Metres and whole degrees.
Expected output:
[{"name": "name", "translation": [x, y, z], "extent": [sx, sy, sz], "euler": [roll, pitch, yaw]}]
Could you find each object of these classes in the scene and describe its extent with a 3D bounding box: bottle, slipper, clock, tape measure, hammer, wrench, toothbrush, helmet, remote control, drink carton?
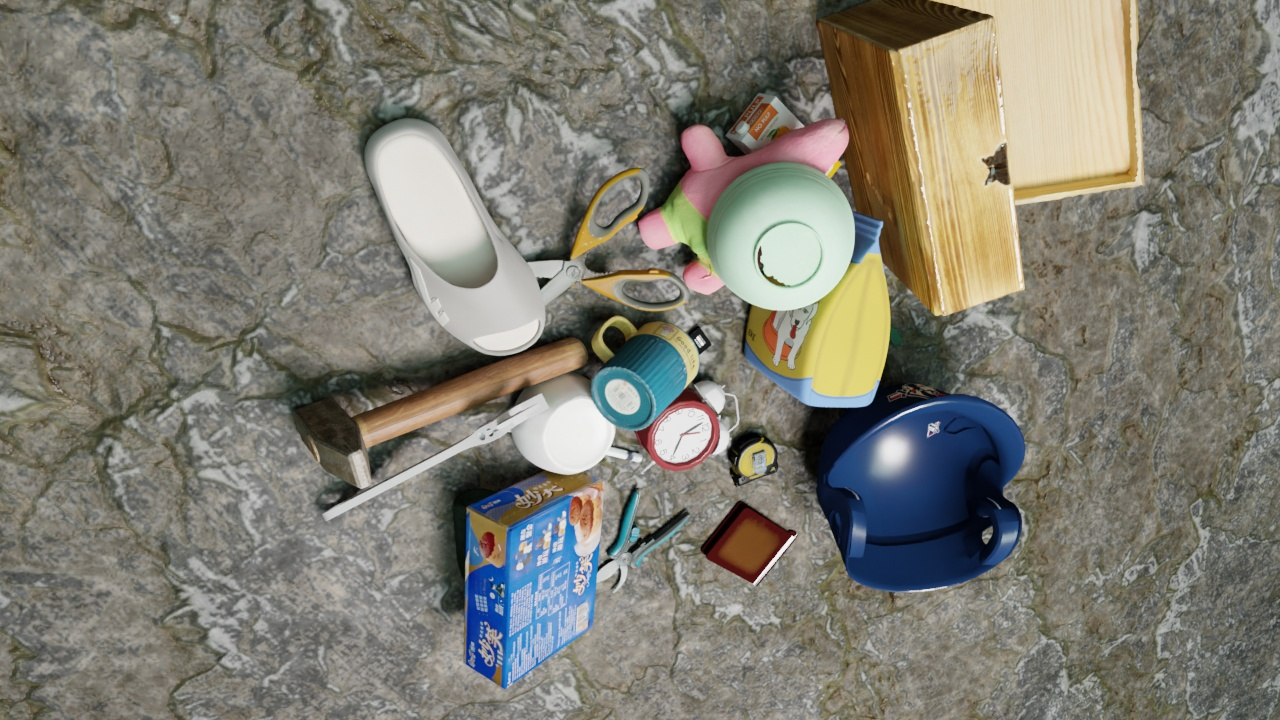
[{"name": "bottle", "translation": [-0.184, 0.234, 1.055], "extent": [0.055, 0.055, 0.174], "euler": [-7, 115, -20]}, {"name": "slipper", "translation": [-0.178, -0.103, 0.893], "extent": [0.113, 0.080, 0.266], "euler": [-24, 119, 0]}, {"name": "clock", "translation": [0.054, 0.077, 1.088], "extent": [0.137, 0.048, 0.096], "euler": [-16, 116, -14]}, {"name": "tape measure", "translation": [0.142, 0.122, 1.151], "extent": [0.061, 0.034, 0.061], "euler": [-20, 116, -14]}, {"name": "hammer", "translation": [-0.186, 0.038, 0.939], "extent": [0.300, 0.158, 0.037], "euler": [-22, 115, -27]}, {"name": "wrench", "translation": [-0.216, 0.103, 0.961], "extent": [0.274, 0.086, 0.018], "euler": [-27, 94, 14]}, {"name": "toothbrush", "translation": [0.277, -0.088, 1.129], "extent": [0.016, 0.017, 0.190], "euler": [-39, 119, -3]}, {"name": "helmet", "translation": [0.333, 0.126, 1.116], "extent": [0.232, 0.222, 0.273], "euler": [5, 140, -9]}, {"name": "remote control", "translation": [0.022, 0.014, 1.071], "extent": [0.140, 0.009, 0.030], "euler": [-39, 120, -3]}, {"name": "drink carton", "translation": [0.155, -0.233, 1.004], "extent": [0.122, 0.040, 0.058], "euler": [36, 95, -30]}, {"name": "toothbrush", "translation": [-0.078, 0.092, 1.062], "extent": [0.186, 0.012, 0.017], "euler": [16, 102, -27]}]

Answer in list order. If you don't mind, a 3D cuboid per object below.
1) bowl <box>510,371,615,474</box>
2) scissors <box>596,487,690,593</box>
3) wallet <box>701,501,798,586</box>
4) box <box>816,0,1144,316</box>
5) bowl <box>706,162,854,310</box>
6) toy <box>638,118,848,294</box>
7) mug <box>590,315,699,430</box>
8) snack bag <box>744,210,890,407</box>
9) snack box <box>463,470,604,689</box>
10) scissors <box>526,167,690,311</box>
[{"name": "bowl", "translation": [-0.079, 0.074, 1.012], "extent": [0.116, 0.066, 0.116], "euler": [-6, 104, -24]}, {"name": "scissors", "translation": [0.002, 0.224, 1.146], "extent": [0.124, 0.019, 0.154], "euler": [-3, 114, -19]}, {"name": "wallet", "translation": [0.146, 0.243, 1.216], "extent": [0.115, 0.018, 0.091], "euler": [35, 95, -33]}, {"name": "box", "translation": [0.384, -0.267, 0.971], "extent": [0.323, 0.283, 0.279], "euler": [-21, 118, 1]}, {"name": "bowl", "translation": [0.141, -0.112, 0.898], "extent": [0.151, 0.077, 0.151], "euler": [1, 114, 1]}, {"name": "toy", "translation": [0.117, -0.173, 0.961], "extent": [0.237, 0.096, 0.192], "euler": [-36, 114, 27]}, {"name": "mug", "translation": [-0.006, 0.006, 0.993], "extent": [0.113, 0.107, 0.083], "euler": [47, 133, -1]}, {"name": "snack bag", "translation": [0.203, -0.069, 1.024], "extent": [0.102, 0.159, 0.205], "euler": [2, 109, -21]}, {"name": "snack box", "translation": [-0.119, 0.238, 1.035], "extent": [0.154, 0.069, 0.203], "euler": [-21, 123, -49]}, {"name": "scissors", "translation": [-0.046, -0.094, 0.968], "extent": [0.216, 0.016, 0.226], "euler": [39, 108, -24]}]
